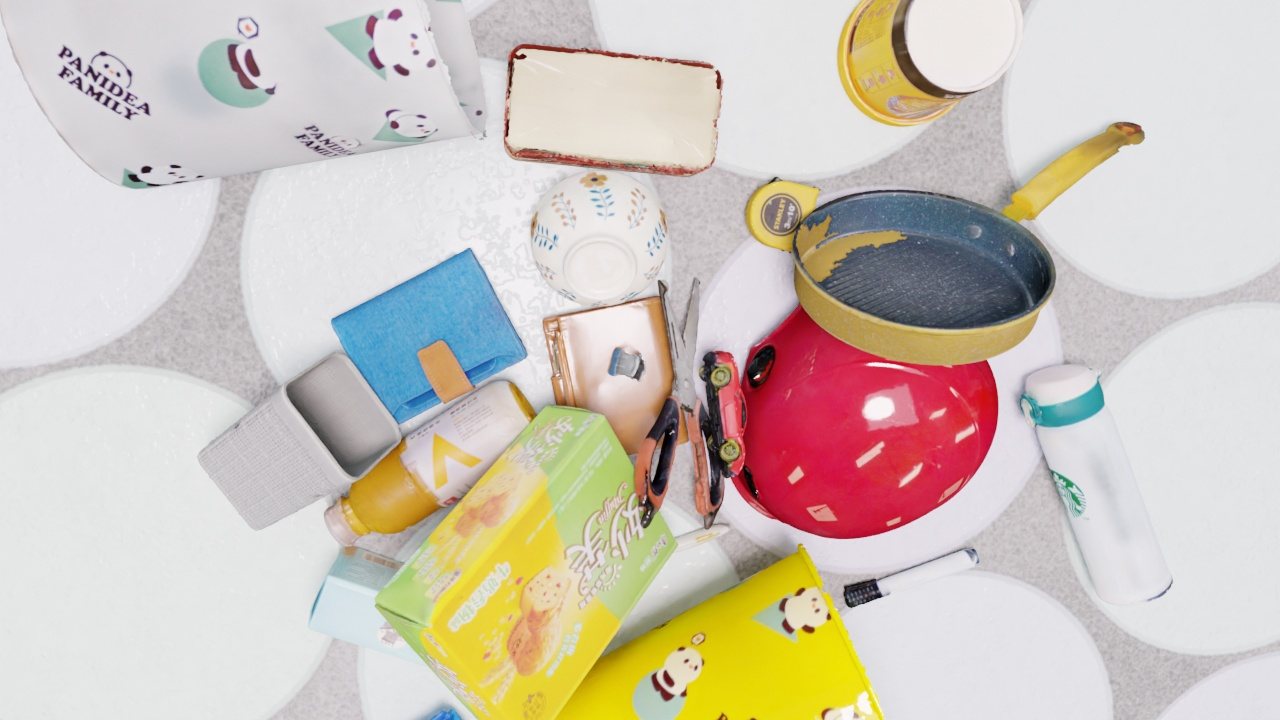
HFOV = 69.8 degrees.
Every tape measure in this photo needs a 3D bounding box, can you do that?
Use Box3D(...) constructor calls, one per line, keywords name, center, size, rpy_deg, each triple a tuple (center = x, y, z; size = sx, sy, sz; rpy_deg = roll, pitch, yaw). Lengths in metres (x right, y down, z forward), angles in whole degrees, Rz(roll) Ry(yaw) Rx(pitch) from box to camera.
Box3D(name="tape measure", center=(0.118, -0.124, 0.780), size=(0.057, 0.029, 0.060), rpy_deg=(12, 97, -9))

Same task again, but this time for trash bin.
Box3D(name="trash bin", center=(-0.258, -0.237, 0.629), size=(0.252, 0.229, 0.229), rpy_deg=(-13, 100, 1))
Box3D(name="trash bin", center=(0.067, 0.306, 0.751), size=(0.255, 0.229, 0.229), rpy_deg=(-24, 101, 3))

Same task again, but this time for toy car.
Box3D(name="toy car", center=(0.071, 0.045, 0.760), size=(0.031, 0.049, 0.106), rpy_deg=(-6, 95, -8))

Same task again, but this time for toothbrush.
Box3D(name="toothbrush", center=(-0.009, 0.182, 0.821), size=(0.191, 0.016, 0.018), rpy_deg=(-18, 111, -3))

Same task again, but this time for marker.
Box3D(name="marker", center=(0.251, 0.201, 0.852), size=(0.130, 0.018, 0.022), rpy_deg=(-19, 91, -3))

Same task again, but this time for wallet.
Box3D(name="wallet", center=(-0.021, 0.018, 0.786), size=(0.107, 0.031, 0.132), rpy_deg=(-12, 98, -6))
Box3D(name="wallet", center=(-0.174, -0.017, 0.761), size=(0.133, 0.040, 0.106), rpy_deg=(-27, 97, 0))

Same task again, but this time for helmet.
Box3D(name="helmet", center=(0.189, 0.055, 0.762), size=(0.207, 0.144, 0.240), rpy_deg=(39, 94, -13))

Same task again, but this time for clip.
Box3D(name="clip", center=(-0.006, 0.005, 0.742), size=(0.045, 0.058, 0.027), rpy_deg=(18, 89, -13))

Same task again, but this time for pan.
Box3D(name="pan", center=(0.284, -0.113, 0.744), size=(0.356, 0.197, 0.078), rpy_deg=(-23, 136, -25))

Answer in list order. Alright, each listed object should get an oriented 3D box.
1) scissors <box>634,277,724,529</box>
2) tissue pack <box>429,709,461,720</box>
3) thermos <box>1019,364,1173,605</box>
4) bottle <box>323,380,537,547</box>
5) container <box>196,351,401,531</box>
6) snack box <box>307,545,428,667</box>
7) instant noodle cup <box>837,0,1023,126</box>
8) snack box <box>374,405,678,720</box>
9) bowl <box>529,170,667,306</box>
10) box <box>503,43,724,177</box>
Box3D(name="scissors", center=(0.036, 0.044, 0.771), size=(0.189, 0.015, 0.226), rpy_deg=(52, 50, -42))
Box3D(name="tissue pack", center=(-0.169, 0.390, 0.816), size=(0.095, 0.052, 0.157), rpy_deg=(-30, 101, 1))
Box3D(name="thermos", center=(0.409, 0.110, 0.831), size=(0.073, 0.073, 0.224), rpy_deg=(-25, 100, -2))
Box3D(name="bottle", center=(-0.172, 0.089, 0.760), size=(0.189, 0.068, 0.068), rpy_deg=(-32, 101, -1))
Box3D(name="container", center=(-0.270, 0.067, 0.724), size=(0.114, 0.090, 0.090), rpy_deg=(-30, 100, 21))
Box3D(name="snack box", center=(-0.184, 0.216, 0.775), size=(0.175, 0.074, 0.051), rpy_deg=(21, 96, -9))
Box3D(name="instant noodle cup", center=(0.232, -0.253, 0.730), size=(0.118, 0.114, 0.118), rpy_deg=(-1, 98, -7))
Box3D(name="snack box", center=(-0.077, 0.161, 0.709), size=(0.209, 0.070, 0.158), rpy_deg=(-49, 127, -30))
Box3D(name="bowl", center=(-0.033, -0.087, 0.730), size=(0.113, 0.062, 0.114), rpy_deg=(-1, 126, -1))
Box3D(name="box", center=(-0.023, -0.195, 0.727), size=(0.168, 0.080, 0.091), rpy_deg=(4, 97, -7))
